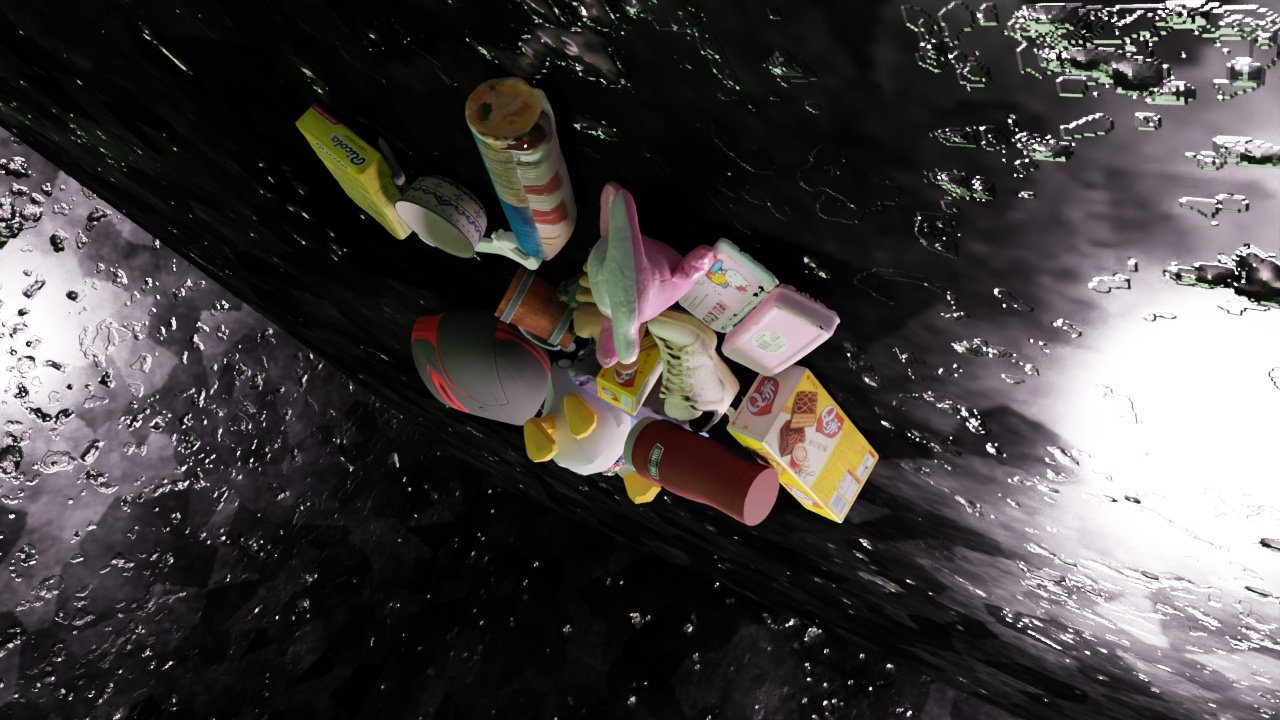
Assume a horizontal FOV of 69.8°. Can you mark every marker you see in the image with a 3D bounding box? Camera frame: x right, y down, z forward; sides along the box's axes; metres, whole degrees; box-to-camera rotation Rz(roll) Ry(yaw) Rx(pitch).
[{"bbox_3d":[-0.313,-0.241,1.171,0.139,0.016,0.022,91,157,-71],"label":"marker"}]

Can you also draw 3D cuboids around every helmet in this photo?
[{"bbox_3d":[-0.240,0.006,1.522,0.170,0.163,0.265,-11,140,21],"label":"helmet"}]

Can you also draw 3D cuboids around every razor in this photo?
[{"bbox_3d":[-0.126,-0.030,1.429,0.057,0.060,0.156,25,-173,-29],"label":"razor"}]

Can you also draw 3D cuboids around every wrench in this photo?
[{"bbox_3d":[-0.231,-0.162,1.275,0.274,0.018,0.066,13,157,45],"label":"wrench"}]

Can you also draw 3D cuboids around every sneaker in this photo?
[{"bbox_3d":[0.054,0.018,1.182,0.089,0.102,0.241,18,160,32],"label":"sneaker"}]

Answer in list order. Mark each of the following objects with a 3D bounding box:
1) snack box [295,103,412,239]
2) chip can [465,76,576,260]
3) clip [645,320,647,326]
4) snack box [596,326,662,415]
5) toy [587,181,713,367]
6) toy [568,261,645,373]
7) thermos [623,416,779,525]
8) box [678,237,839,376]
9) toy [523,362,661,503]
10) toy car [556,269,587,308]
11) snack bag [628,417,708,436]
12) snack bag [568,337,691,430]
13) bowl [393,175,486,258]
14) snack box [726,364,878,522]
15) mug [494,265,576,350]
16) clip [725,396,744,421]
[{"bbox_3d":[-0.358,-0.239,1.187,0.121,0.045,0.181,38,167,16],"label":"snack box"},{"bbox_3d":[-0.110,-0.184,0.922,0.080,0.079,0.230,25,163,13],"label":"chip can"},{"bbox_3d":[-0.020,-0.064,1.208,0.074,0.023,0.035,16,158,33],"label":"clip"},{"bbox_3d":[-0.007,0.007,1.246,0.061,0.105,0.084,29,163,9],"label":"snack box"},{"bbox_3d":[0.010,-0.086,0.912,0.128,0.187,0.265,-2,-173,1],"label":"toy"},{"bbox_3d":[-0.034,-0.061,1.083,0.106,0.134,0.108,-2,115,3],"label":"toy"},{"bbox_3d":[0.083,0.138,1.190,0.199,0.084,0.107,21,-162,38],"label":"thermos"},{"bbox_3d":[0.116,-0.049,0.993,0.154,0.044,0.202,31,162,-2],"label":"box"},{"bbox_3d":[-0.071,0.107,1.419,0.246,0.141,0.267,63,-163,19],"label":"toy"},{"bbox_3d":[-0.064,-0.096,1.158,0.046,0.034,0.112,34,148,-24],"label":"toy car"},{"bbox_3d":[-0.004,0.111,1.579,0.159,0.102,0.206,37,145,-24],"label":"snack bag"},{"bbox_3d":[0.002,0.032,1.323,0.205,0.096,0.058,32,157,-9],"label":"snack bag"},{"bbox_3d":[-0.243,-0.186,1.149,0.115,0.059,0.116,27,163,9],"label":"bowl"},{"bbox_3d":[0.211,0.104,1.162,0.062,0.110,0.230,20,162,47],"label":"snack box"},{"bbox_3d":[-0.143,-0.064,1.293,0.111,0.081,0.118,29,145,-11],"label":"mug"},{"bbox_3d":[0.193,0.107,1.289,0.125,0.091,0.151,40,173,-35],"label":"clip"}]
